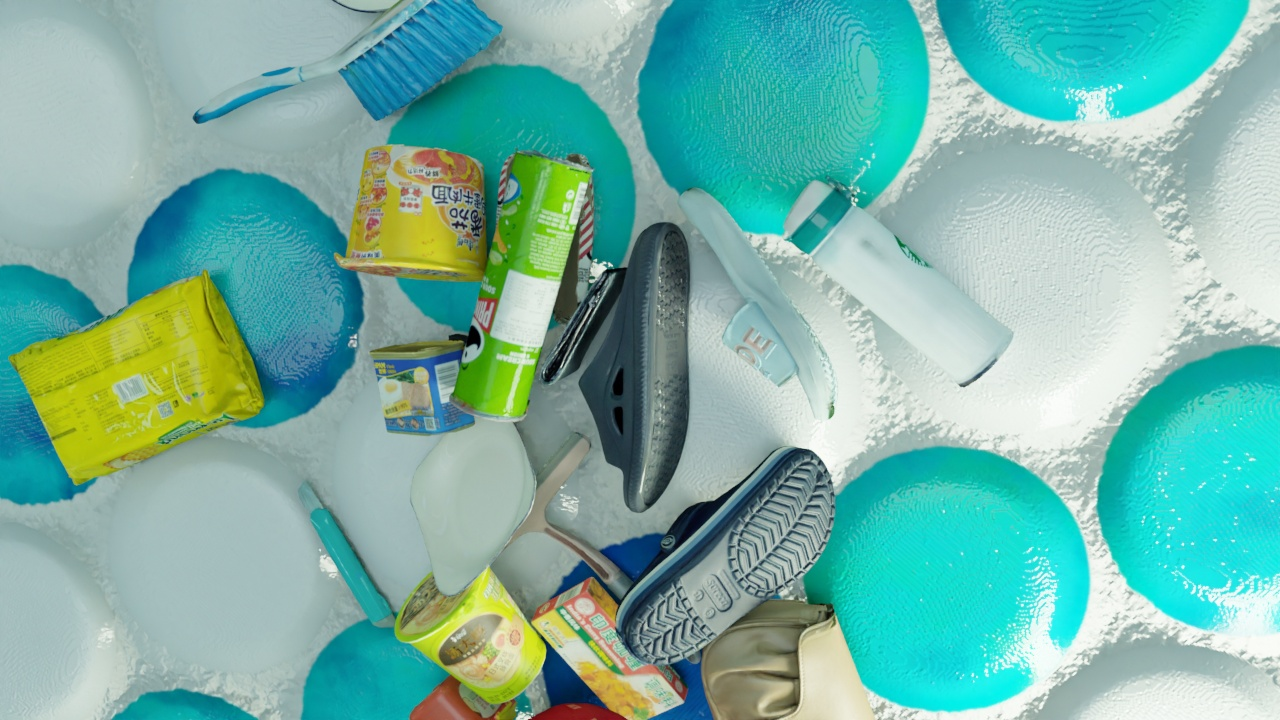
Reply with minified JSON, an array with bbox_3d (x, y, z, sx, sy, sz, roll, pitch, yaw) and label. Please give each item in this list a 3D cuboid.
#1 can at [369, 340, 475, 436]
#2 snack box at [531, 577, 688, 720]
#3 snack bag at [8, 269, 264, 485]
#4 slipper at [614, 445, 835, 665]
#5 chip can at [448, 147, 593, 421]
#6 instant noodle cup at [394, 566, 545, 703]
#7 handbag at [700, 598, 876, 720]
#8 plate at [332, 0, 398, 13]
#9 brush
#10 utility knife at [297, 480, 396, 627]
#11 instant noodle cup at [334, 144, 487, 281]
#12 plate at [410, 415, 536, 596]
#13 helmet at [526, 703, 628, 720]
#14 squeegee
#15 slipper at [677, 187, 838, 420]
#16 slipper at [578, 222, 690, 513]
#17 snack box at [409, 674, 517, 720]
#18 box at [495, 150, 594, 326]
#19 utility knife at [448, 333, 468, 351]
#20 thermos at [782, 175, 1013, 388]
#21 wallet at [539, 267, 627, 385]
[{"bbox_3d":[-0.212,0.026,0.894,0.102,0.057,0.083,0,103,40],"label":"can"},{"bbox_3d":[-0.030,0.293,0.917,0.077,0.027,0.156,-34,102,24],"label":"snack box"},{"bbox_3d":[-0.519,0.021,0.948,0.247,0.068,0.158,-22,95,10],"label":"snack bag"},{"bbox_3d":[0.078,0.183,0.871,0.252,0.095,0.105,-42,116,-9],"label":"slipper"},{"bbox_3d":[-0.106,-0.066,0.815,0.072,0.072,0.236,18,102,5],"label":"chip can"},{"bbox_3d":[-0.158,0.268,0.902,0.112,0.111,0.123,-33,111,11],"label":"instant noodle cup"},{"bbox_3d":[0.143,0.332,0.879,0.148,0.099,0.204,-21,98,8],"label":"handbag"},{"bbox_3d":[-0.239,-0.427,0.853,0.205,0.045,0.205,1,98,9],"label":"plate"},{"bbox_3d":[-0.281,-0.269,0.866,0.315,0.060,0.109,-26,124,23],"label":"brush"},{"bbox_3d":[-0.312,0.207,0.971,0.029,0.013,0.182,-29,94,8],"label":"utility knife"},{"bbox_3d":[-0.203,-0.134,0.850,0.138,0.138,0.110,4,91,8],"label":"instant noodle cup"},{"bbox_3d":[-0.156,0.128,0.889,0.164,0.034,0.164,-49,46,21],"label":"plate"},{"bbox_3d":[-0.086,0.417,0.859,0.240,0.206,0.144,-23,111,5],"label":"helmet"},{"bbox_3d":[-0.034,0.218,0.920,0.249,0.040,0.248,40,117,-4],"label":"squeegee"},{"bbox_3d":[0.099,-0.045,0.833,0.074,0.104,0.245,-34,88,8],"label":"slipper"},{"bbox_3d":[-0.005,0.005,0.861,0.083,0.110,0.268,5,94,24],"label":"slipper"},{"bbox_3d":[-0.181,0.362,0.938,0.082,0.091,0.080,-44,83,12],"label":"snack box"},{"bbox_3d":[-0.093,-0.113,0.861,0.086,0.075,0.162,-2,104,-23],"label":"box"},{"bbox_3d":[-0.144,0.064,0.925,0.033,0.015,0.202,-21,96,33],"label":"utility knife"},{"bbox_3d":[0.227,-0.075,0.825,0.224,0.073,0.073,40,101,1],"label":"thermos"},{"bbox_3d":[-0.049,-0.034,0.855,0.019,0.097,0.121,32,102,4],"label":"wallet"}]
